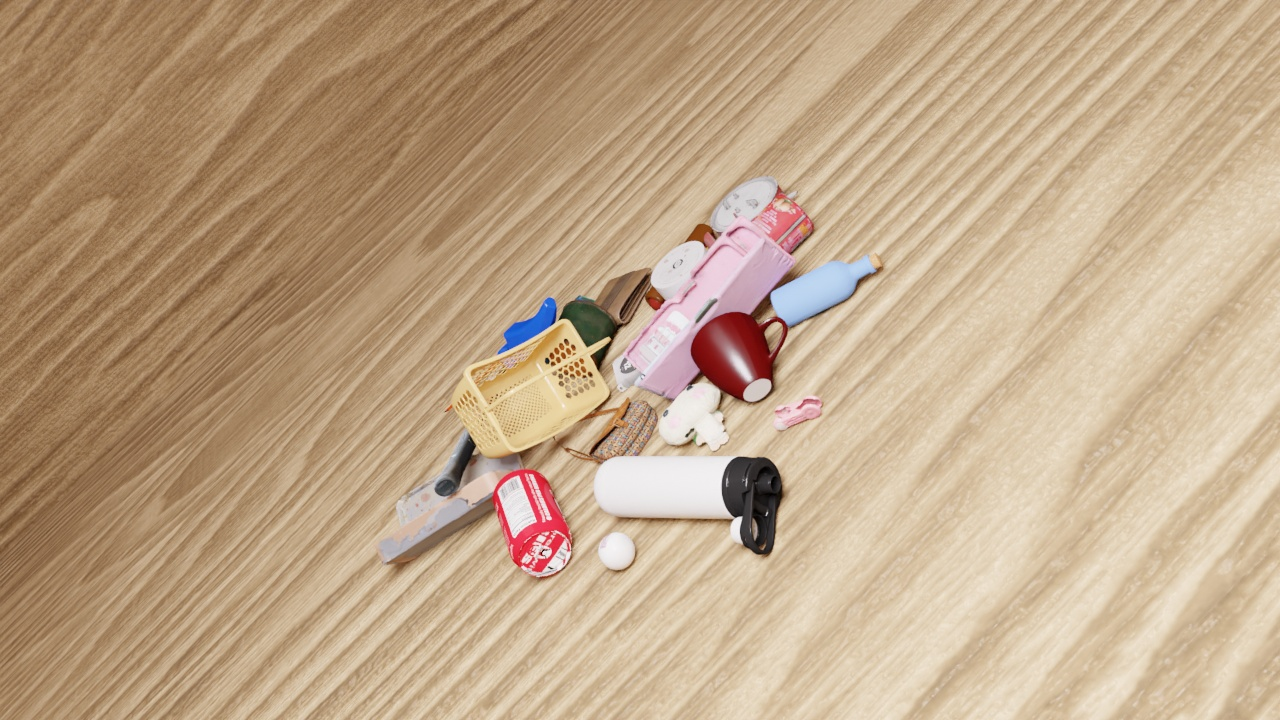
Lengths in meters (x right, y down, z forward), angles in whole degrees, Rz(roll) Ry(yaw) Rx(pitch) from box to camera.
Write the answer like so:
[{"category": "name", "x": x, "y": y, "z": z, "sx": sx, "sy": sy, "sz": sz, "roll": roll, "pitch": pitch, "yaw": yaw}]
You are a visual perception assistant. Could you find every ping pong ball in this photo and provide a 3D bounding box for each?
[{"category": "ping pong ball", "x": -0.026, "y": 0.208, "z": 0.999, "sx": 0.040, "sy": 0.040, "sz": 0.040, "roll": -30, "pitch": 33, "yaw": 21}]

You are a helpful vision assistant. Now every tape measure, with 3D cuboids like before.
[{"category": "tape measure", "x": -0.007, "y": 0.007, "z": 1.252, "sx": 0.065, "sy": 0.017, "sz": 0.064, "roll": -36, "pitch": 31, "yaw": 12}]

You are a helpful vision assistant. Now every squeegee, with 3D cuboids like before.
[{"category": "squeegee", "x": -0.165, "y": -0.032, "z": 1.314, "sx": 0.185, "sy": 0.055, "sz": 0.248, "roll": -47, "pitch": 3, "yaw": 47}]

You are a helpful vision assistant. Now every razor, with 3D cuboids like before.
[{"category": "razor", "x": -0.118, "y": -0.042, "z": 1.442, "sx": 0.044, "sy": 0.018, "sz": 0.140, "roll": 21, "pitch": 69, "yaw": 36}]

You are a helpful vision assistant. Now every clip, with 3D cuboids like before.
[{"category": "clip", "x": 0.165, "y": 0.059, "z": 0.982, "sx": 0.060, "sy": 0.023, "sz": 0.043, "roll": -3, "pitch": 53, "yaw": 50}]

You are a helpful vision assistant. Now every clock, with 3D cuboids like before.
[{"category": "clock", "x": 0.142, "y": -0.193, "z": 1.286, "sx": 0.156, "sy": 0.062, "sz": 0.110, "roll": -52, "pitch": 32, "yaw": -15}]

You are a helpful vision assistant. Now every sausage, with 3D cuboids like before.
[{"category": "sausage", "x": 0.060, "y": -0.134, "z": 1.332, "sx": 0.040, "sy": 0.040, "sz": 0.155, "roll": 8, "pitch": 57, "yaw": 53}]

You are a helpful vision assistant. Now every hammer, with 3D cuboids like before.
[{"category": "hammer", "x": -0.229, "y": 0.089, "z": 1.315, "sx": 0.141, "sy": 0.036, "sz": 0.325, "roll": -38, "pitch": 16, "yaw": 20}]

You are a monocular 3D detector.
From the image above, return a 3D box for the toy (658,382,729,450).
[{"category": "toy", "x": 0.060, "y": 0.065, "z": 1.076, "sx": 0.087, "sy": 0.050, "sz": 0.112, "roll": -46, "pitch": 24, "yaw": -5}]

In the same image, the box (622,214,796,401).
[{"category": "box", "x": 0.075, "y": -0.059, "z": 1.091, "sx": 0.233, "sy": 0.099, "sz": 0.106, "roll": -48, "pitch": -7, "yaw": 13}]

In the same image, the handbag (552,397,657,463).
[{"category": "handbag", "x": -0.062, "y": 0.089, "z": 1.198, "sx": 0.196, "sy": 0.043, "sz": 0.093, "roll": -2, "pitch": 47, "yaw": 53}]

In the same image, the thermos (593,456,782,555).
[{"category": "thermos", "x": 0.045, "y": 0.149, "z": 0.970, "sx": 0.230, "sy": 0.068, "sz": 0.101, "roll": -7, "pitch": 59, "yaw": 44}]

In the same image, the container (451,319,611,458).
[{"category": "container", "x": -0.133, "y": 0.035, "z": 1.194, "sx": 0.182, "sy": 0.129, "sz": 0.167, "roll": -30, "pitch": -2, "yaw": -41}]

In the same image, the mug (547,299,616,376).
[{"category": "mug", "x": -0.095, "y": -0.025, "z": 1.337, "sx": 0.111, "sy": 0.085, "sz": 0.081, "roll": -31, "pitch": 30, "yaw": 52}]

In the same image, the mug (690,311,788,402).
[{"category": "mug", "x": 0.125, "y": -0.004, "z": 1.053, "sx": 0.114, "sy": 0.087, "sz": 0.088, "roll": -39, "pitch": 48, "yaw": 11}]

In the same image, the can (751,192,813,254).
[{"category": "can", "x": 0.163, "y": -0.154, "z": 1.206, "sx": 0.124, "sy": 0.066, "sz": 0.067, "roll": -44, "pitch": 30, "yaw": -3}]

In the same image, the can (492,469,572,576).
[{"category": "can", "x": -0.131, "y": 0.193, "z": 1.107, "sx": 0.074, "sy": 0.074, "sz": 0.142, "roll": -42, "pitch": 30, "yaw": 2}]

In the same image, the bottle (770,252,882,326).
[{"category": "bottle", "x": 0.220, "y": -0.088, "z": 1.075, "sx": 0.131, "sy": 0.048, "sz": 0.048, "roll": -28, "pitch": 33, "yaw": 24}]

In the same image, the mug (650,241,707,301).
[{"category": "mug", "x": 0.065, "y": -0.095, "z": 1.216, "sx": 0.083, "sy": 0.096, "sz": 0.120, "roll": -53, "pitch": 32, "yaw": -16}]

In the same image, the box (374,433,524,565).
[{"category": "box", "x": -0.266, "y": 0.187, "z": 1.259, "sx": 0.217, "sy": 0.095, "sz": 0.114, "roll": -33, "pitch": -12, "yaw": 16}]

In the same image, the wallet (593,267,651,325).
[{"category": "wallet", "x": -0.039, "y": -0.090, "z": 1.398, "sx": 0.099, "sy": 0.027, "sz": 0.120, "roll": -13, "pitch": 36, "yaw": 43}]
